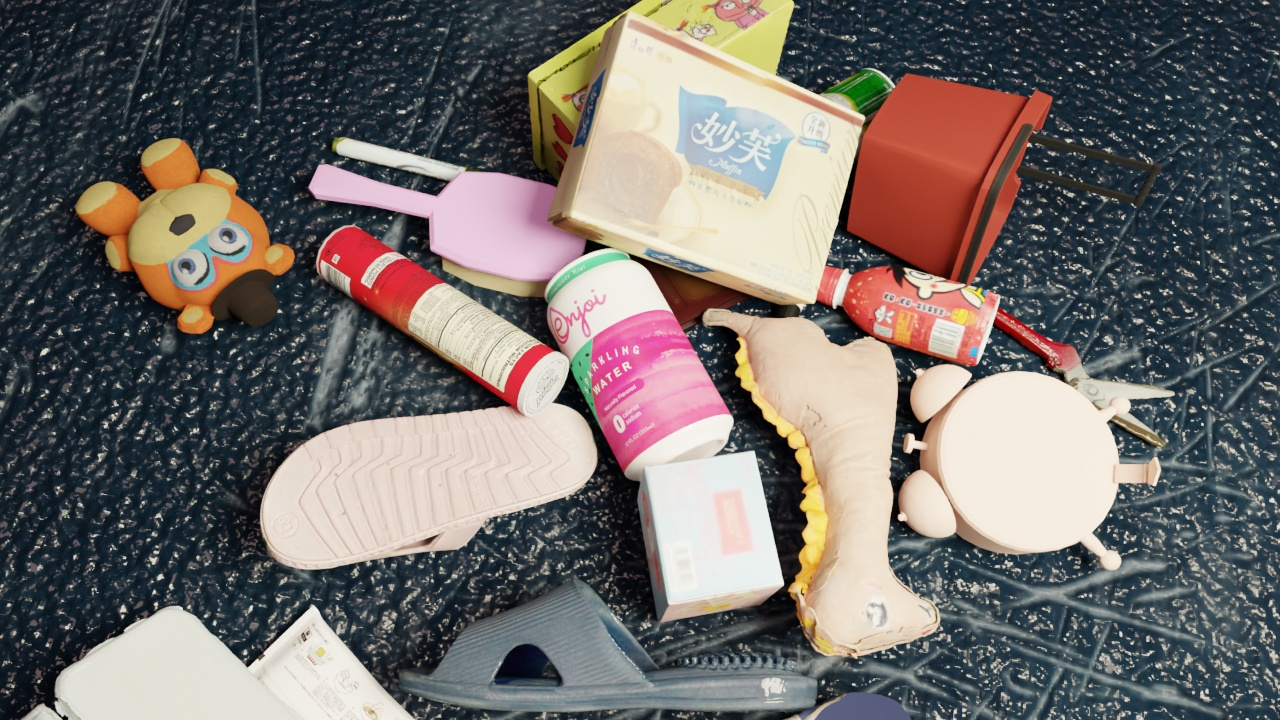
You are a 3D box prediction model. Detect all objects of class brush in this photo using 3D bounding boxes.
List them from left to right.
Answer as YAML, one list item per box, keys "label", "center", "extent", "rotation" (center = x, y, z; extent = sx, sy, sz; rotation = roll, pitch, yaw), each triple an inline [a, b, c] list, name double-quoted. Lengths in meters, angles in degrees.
- label: "brush"
  center: [-0.156, -0.115, 0.753]
  extent: [0.229, 0.043, 0.089]
  rotation: [14, 67, 3]

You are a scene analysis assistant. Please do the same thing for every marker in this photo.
- label: "marker"
  center: [-0.193, -0.169, 0.788]
  extent: [0.146, 0.017, 0.017]
  rotation: [15, 67, 4]
- label: "marker"
  center: [0.145, -0.092, 0.770]
  extent: [0.019, 0.019, 0.145]
  rotation: [23, 68, 7]

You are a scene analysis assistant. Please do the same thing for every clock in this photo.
- label: "clock"
  center: [0.276, 0.073, 0.669]
  extent: [0.160, 0.086, 0.131]
  rotation: [9, 76, 9]

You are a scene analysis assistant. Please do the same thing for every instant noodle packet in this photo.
- label: "instant noodle packet"
  center: [-0.208, 0.243, 0.611]
  extent: [0.134, 0.026, 0.087]
  rotation: [41, 71, 13]

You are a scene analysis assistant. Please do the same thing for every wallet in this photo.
- label: "wallet"
  center: [0.033, -0.086, 0.765]
  extent: [0.091, 0.018, 0.115]
  rotation: [-27, 69, -12]

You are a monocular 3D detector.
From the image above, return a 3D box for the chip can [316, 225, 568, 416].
- label: "chip can"
  center: [-0.154, -0.034, 0.698]
  extent: [0.215, 0.052, 0.051]
  rotation: [31, 69, 20]

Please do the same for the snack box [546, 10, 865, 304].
- label: "snack box"
  center: [0.052, -0.143, 0.684]
  extent: [0.207, 0.055, 0.153]
  rotation: [17, 87, -21]

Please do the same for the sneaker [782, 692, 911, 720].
- label: "sneaker"
  center: [0.065, 0.281, 0.593]
  extent: [0.232, 0.119, 0.091]
  rotation: [-3, 71, -40]

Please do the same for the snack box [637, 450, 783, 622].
- label: "snack box"
  center: [0.045, 0.124, 0.635]
  extent: [0.079, 0.095, 0.093]
  rotation: [-8, 67, -7]

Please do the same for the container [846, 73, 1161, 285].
- label: "container"
  center: [0.278, -0.131, 0.718]
  extent: [0.201, 0.148, 0.126]
  rotation: [26, 62, 20]

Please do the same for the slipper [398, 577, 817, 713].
- label: "slipper"
  center: [-0.021, 0.184, 0.590]
  extent: [0.264, 0.101, 0.082]
  rotation: [-2, 68, 9]

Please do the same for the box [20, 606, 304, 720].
- label: "box"
  center: [-0.277, 0.274, 0.571]
  extent: [0.211, 0.106, 0.129]
  rotation: [38, 40, 15]

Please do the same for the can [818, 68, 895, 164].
- label: "can"
  center: [0.162, -0.194, 0.787]
  extent: [0.120, 0.067, 0.067]
  rotation: [-33, 72, -14]

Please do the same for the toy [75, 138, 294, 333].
- label: "toy"
  center: [-0.347, -0.091, 0.715]
  extent: [0.176, 0.096, 0.112]
  rotation: [44, 71, 3]

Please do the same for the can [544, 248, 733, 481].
- label: "can"
  center: [-0.004, 0.004, 0.686]
  extent: [0.088, 0.088, 0.165]
  rotation: [-24, 71, -12]

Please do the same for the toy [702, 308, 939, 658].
- label: "toy"
  center: [0.118, 0.076, 0.655]
  extent: [0.196, 0.065, 0.263]
  rotation: [13, 53, 6]

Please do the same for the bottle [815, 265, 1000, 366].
- label: "bottle"
  center: [0.207, -0.043, 0.728]
  extent: [0.138, 0.062, 0.061]
  rotation: [20, 67, 21]

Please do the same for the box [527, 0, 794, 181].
- label: "box"
  center: [0.014, -0.232, 0.769]
  extent: [0.220, 0.124, 0.083]
  rotation: [-36, 73, -14]

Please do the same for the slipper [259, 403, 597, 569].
- label: "slipper"
  center: [-0.148, 0.088, 0.661]
  extent: [0.238, 0.065, 0.094]
  rotation: [-12, 65, -26]

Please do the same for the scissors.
- label: "scissors"
  center: [0.317, 0.013, 0.736]
  extent: [0.179, 0.015, 0.196]
  rotation: [-26, 70, -13]
